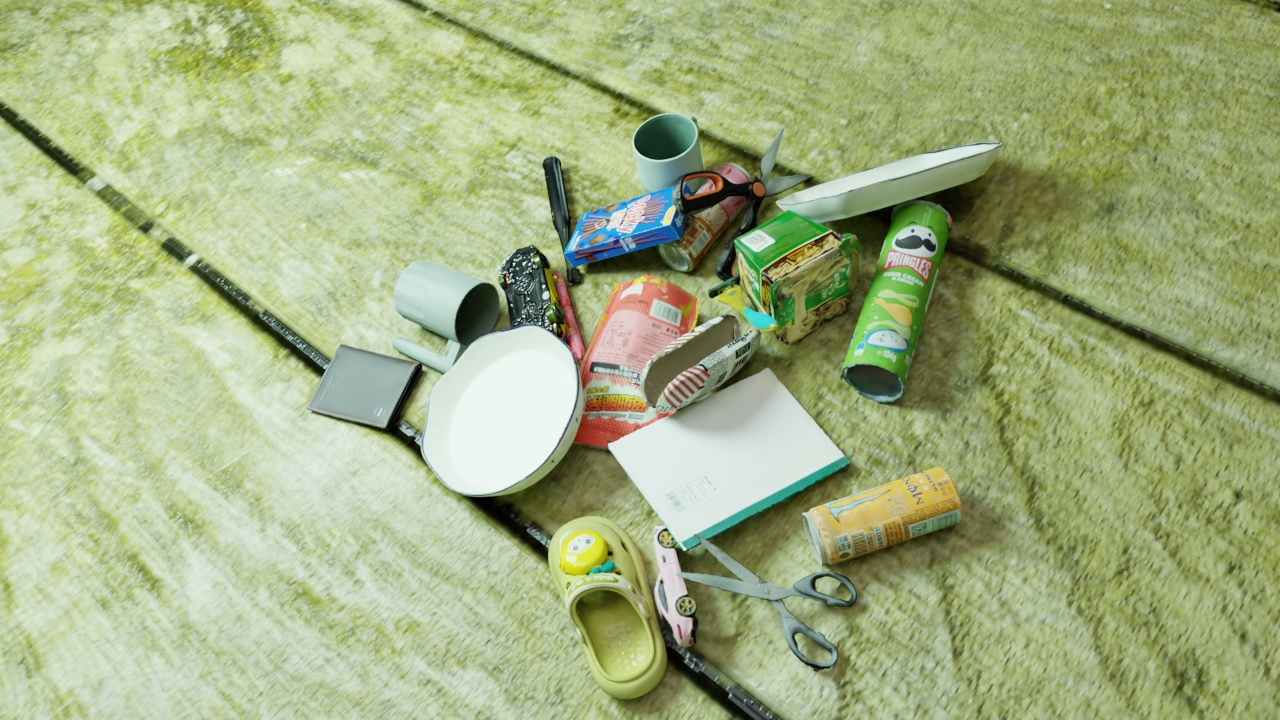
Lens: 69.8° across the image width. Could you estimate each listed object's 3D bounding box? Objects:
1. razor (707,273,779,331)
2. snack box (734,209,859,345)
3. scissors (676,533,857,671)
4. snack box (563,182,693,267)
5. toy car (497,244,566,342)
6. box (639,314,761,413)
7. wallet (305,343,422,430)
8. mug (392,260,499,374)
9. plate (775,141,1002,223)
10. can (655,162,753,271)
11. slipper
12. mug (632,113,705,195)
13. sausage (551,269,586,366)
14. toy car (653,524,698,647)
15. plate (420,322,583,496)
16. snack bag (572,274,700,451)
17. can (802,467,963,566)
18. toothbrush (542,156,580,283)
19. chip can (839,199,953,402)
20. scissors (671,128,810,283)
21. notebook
[{"bbox_3d":[0.121,-0.057,1.022,0.043,0.028,0.132,-25,31,-10],"label":"razor"},{"bbox_3d":[0.169,-0.103,1.047,0.118,0.118,0.105,-31,52,-12],"label":"snack box"},{"bbox_3d":[0.127,0.223,0.874,0.171,0.014,0.159,-17,68,-15],"label":"scissors"},{"bbox_3d":[-0.015,-0.167,1.136,0.157,0.026,0.084,-11,41,30],"label":"snack box"},{"bbox_3d":[-0.132,-0.075,1.126,0.071,0.041,0.155,-29,57,17],"label":"toy car"},{"bbox_3d":[0.075,0.012,0.996,0.079,0.074,0.163,23,38,36],"label":"box"},{"bbox_3d":[-0.338,0.032,1.121,0.122,0.020,0.096,12,61,21],"label":"wallet"},{"bbox_3d":[-0.246,-0.053,1.128,0.103,0.083,0.124,23,89,25],"label":"mug"},{"bbox_3d":[0.295,-0.208,1.087,0.265,0.034,0.162,-18,14,-9],"label":"plate"},{"bbox_3d":[0.081,-0.179,1.145,0.058,0.058,0.147,28,67,26],"label":"can"},{"bbox_3d":[-0.033,0.230,0.892,0.091,0.082,0.190,-21,58,-6],"label":"slipper"},{"bbox_3d":[0.045,-0.257,1.174,0.082,0.106,0.111,19,63,23],"label":"mug"},{"bbox_3d":[-0.089,-0.054,1.124,0.020,0.020,0.155,-18,55,0],"label":"sausage"},{"bbox_3d":[0.030,0.220,0.900,0.037,0.056,0.122,-12,55,-5],"label":"toy car"},{"bbox_3d":[-0.149,0.059,1.020,0.205,0.045,0.204,-15,55,22],"label":"plate"},{"bbox_3d":[-0.006,0.006,1.044,0.129,0.073,0.207,12,67,9],"label":"snack bag"},{"bbox_3d":[0.236,0.153,0.898,0.146,0.058,0.058,-18,56,-1],"label":"can"},{"bbox_3d":[-0.103,-0.186,1.209,0.027,0.026,0.212,4,54,-25],"label":"toothbrush"},{"bbox_3d":[0.288,-0.070,1.024,0.072,0.072,0.235,14,62,20],"label":"chip can"},{"bbox_3d":[0.128,-0.192,1.127,0.220,0.022,0.223,1,85,-34],"label":"scissors"},{"bbox_3d":[0.093,0.098,0.961,0.208,0.012,0.150,-23,54,-21],"label":"notebook"}]
